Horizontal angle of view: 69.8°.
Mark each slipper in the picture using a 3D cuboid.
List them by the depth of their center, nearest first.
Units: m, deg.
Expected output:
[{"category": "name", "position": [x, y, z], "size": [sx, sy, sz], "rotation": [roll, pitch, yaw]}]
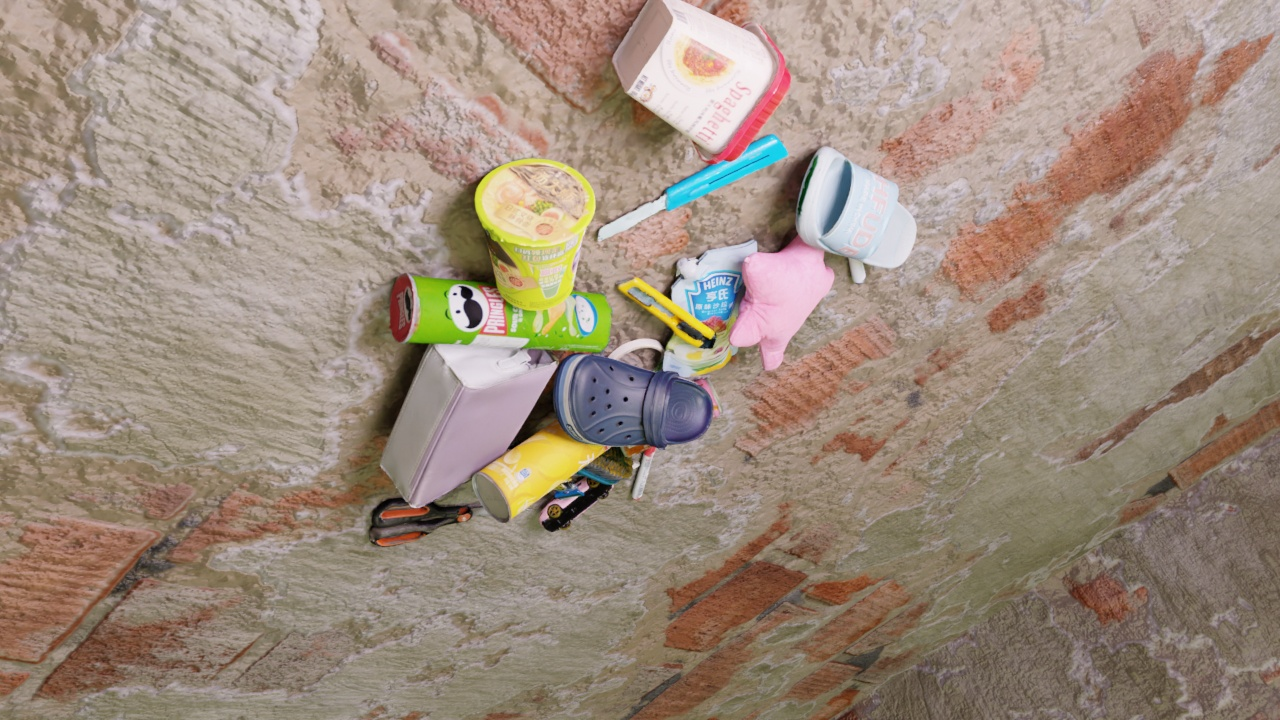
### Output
[{"category": "slipper", "position": [0.261, -0.162, 1.058], "size": [0.245, 0.074, 0.104], "rotation": [17, 96, -47]}, {"category": "slipper", "position": [0.005, 0.059, 1.105], "size": [0.252, 0.095, 0.105], "rotation": [14, 85, -44]}]

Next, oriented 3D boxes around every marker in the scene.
[{"category": "marker", "position": [0.271, -0.141, 1.160], "size": [0.022, 0.018, 0.131], "rotation": [-36, 143, -4]}, {"category": "marker", "position": [0.006, 0.160, 1.356], "size": [0.017, 0.017, 0.146], "rotation": [-9, 140, -22]}]

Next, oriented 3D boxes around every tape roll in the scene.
[{"category": "tape roll", "position": [-0.007, 0.007, 1.170], "size": [0.085, 0.014, 0.086], "rotation": [-16, 142, -14]}]

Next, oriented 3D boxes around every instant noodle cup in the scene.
[{"category": "instant noodle cup", "position": [0.050, -0.258, 0.823], "size": [0.124, 0.116, 0.117], "rotation": [21, 123, -30]}, {"category": "instant noodle cup", "position": [-0.103, -0.114, 0.902], "size": [0.111, 0.111, 0.124], "rotation": [-15, 148, -16]}]

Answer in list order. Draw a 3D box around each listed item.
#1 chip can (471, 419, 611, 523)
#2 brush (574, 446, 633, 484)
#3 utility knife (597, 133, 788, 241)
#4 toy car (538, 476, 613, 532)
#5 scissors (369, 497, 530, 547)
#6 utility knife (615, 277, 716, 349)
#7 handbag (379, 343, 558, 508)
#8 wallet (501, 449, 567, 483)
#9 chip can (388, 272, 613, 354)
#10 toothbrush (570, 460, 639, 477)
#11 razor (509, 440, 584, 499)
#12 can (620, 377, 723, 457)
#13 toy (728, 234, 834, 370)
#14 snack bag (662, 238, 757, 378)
[{"category": "chip can", "position": [-0.103, 0.112, 1.124], "size": [0.212, 0.072, 0.072], "rotation": [-33, 150, -35]}, {"category": "brush", "position": [-0.074, 0.133, 1.249], "size": [0.074, 0.055, 0.143], "rotation": [-19, 148, 29]}, {"category": "utility knife", "position": [0.053, -0.182, 0.982], "size": [0.225, 0.018, 0.034], "rotation": [-26, 143, 2]}, {"category": "toy car", "position": [-0.095, 0.202, 1.331], "size": [0.122, 0.037, 0.056], "rotation": [-37, 148, -8]}, {"category": "scissors", "position": [-0.253, 0.205, 1.250], "size": [0.234, 0.021, 0.153], "rotation": [-19, 142, -10]}, {"category": "utility knife", "position": [0.033, -0.054, 1.086], "size": [0.156, 0.015, 0.033], "rotation": [33, 123, -29]}, {"category": "handbag", "position": [-0.198, 0.058, 1.047], "size": [0.144, 0.098, 0.197], "rotation": [-10, 141, -47]}, {"category": "wallet", "position": [-0.165, 0.145, 1.202], "size": [0.115, 0.024, 0.087], "rotation": [-10, 139, 18]}, {"category": "chip can", "position": [-0.143, -0.047, 0.979], "size": [0.235, 0.072, 0.072], "rotation": [3, 133, -34]}, {"category": "toothbrush", "position": [-0.085, 0.154, 1.297], "size": [0.187, 0.016, 0.017], "rotation": [-4, 128, -26]}, {"category": "razor", "position": [-0.131, 0.145, 1.242], "size": [0.043, 0.022, 0.143], "rotation": [-16, 136, 28]}, {"category": "can", "position": [0.035, 0.077, 1.241], "size": [0.147, 0.058, 0.058], "rotation": [-24, 143, -3]}, {"category": "toy", "position": [0.171, -0.090, 1.099], "size": [0.194, 0.075, 0.178], "rotation": [-57, 143, -2]}, {"category": "snack bag", "position": [0.084, -0.061, 1.127], "size": [0.110, 0.038, 0.191], "rotation": [-8, 136, -14]}]
